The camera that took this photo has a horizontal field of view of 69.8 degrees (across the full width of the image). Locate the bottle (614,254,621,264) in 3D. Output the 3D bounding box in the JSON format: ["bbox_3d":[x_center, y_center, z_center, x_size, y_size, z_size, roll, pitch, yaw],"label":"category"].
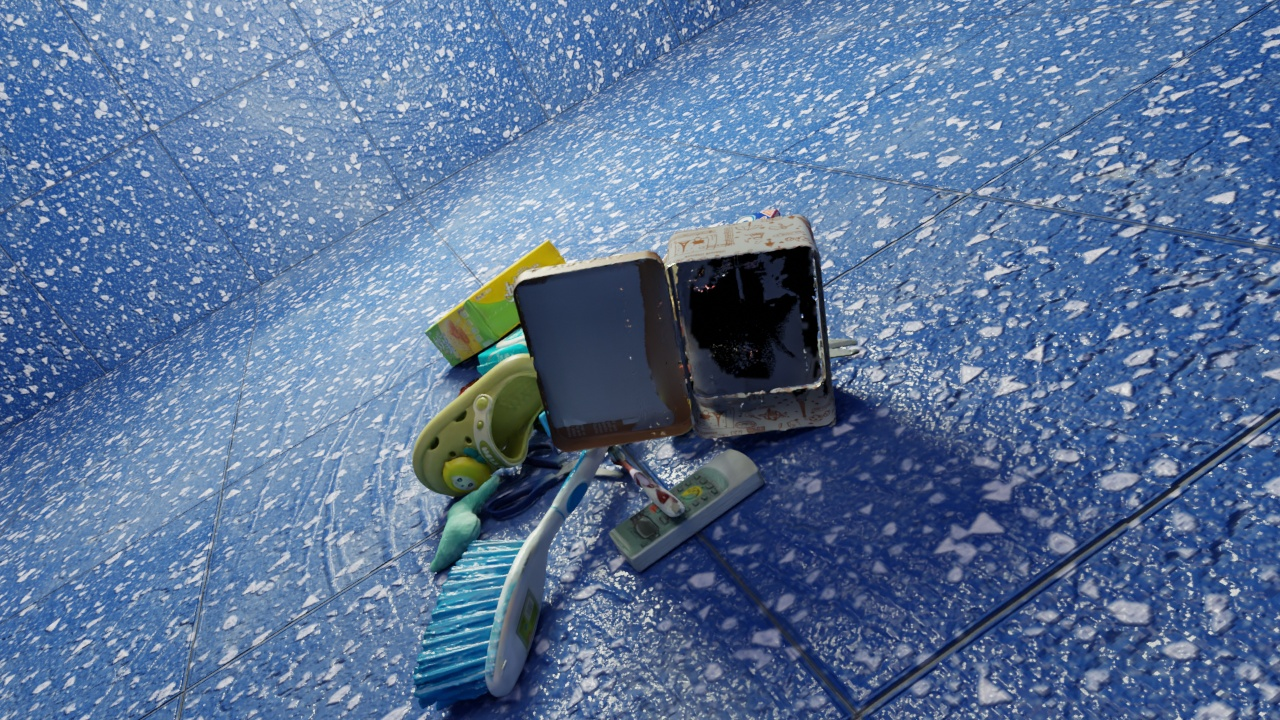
[{"bbox_3d":[-0.053,-0.060,1.186,0.068,0.068,0.196,-11,33,34],"label":"bottle"}]

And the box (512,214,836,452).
[{"bbox_3d":[0.032,-0.017,0.807,0.260,0.177,0.082,-9,27,6],"label":"box"}]

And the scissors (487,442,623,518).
[{"bbox_3d":[-0.084,0.112,0.942,0.162,0.012,0.175,-35,26,-18],"label":"scissors"}]

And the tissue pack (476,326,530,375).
[{"bbox_3d":[-0.142,-0.016,1.183,0.093,0.050,0.133,-15,16,30],"label":"tissue pack"}]

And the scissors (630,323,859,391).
[{"bbox_3d":[0.096,-0.019,0.908,0.234,0.022,0.148,-19,47,-6],"label":"scissors"}]

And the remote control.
[{"bbox_3d":[0.039,0.124,0.777,0.135,0.019,0.056,-33,24,-11],"label":"remote control"}]

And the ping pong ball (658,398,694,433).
[{"bbox_3d":[0.035,0.053,0.895,0.040,0.040,0.040,-23,25,11],"label":"ping pong ball"}]

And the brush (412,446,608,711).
[{"bbox_3d":[-0.097,0.159,0.796,0.110,0.060,0.313,-13,33,18],"label":"brush"}]

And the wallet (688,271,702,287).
[{"bbox_3d":[0.059,-0.097,1.194,0.101,0.020,0.115,-26,21,8],"label":"wallet"}]

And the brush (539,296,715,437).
[{"bbox_3d":[-0.006,0.006,0.955,0.254,0.083,0.046,-34,13,-32],"label":"brush"}]

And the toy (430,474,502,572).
[{"bbox_3d":[-0.174,0.157,0.916,0.096,0.030,0.091,-44,20,11],"label":"toy"}]

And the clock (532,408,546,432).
[{"bbox_3d":[-0.099,0.032,1.059,0.161,0.056,0.116,-23,24,13],"label":"clock"}]

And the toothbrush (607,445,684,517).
[{"bbox_3d":[0.001,0.104,0.819,0.016,0.017,0.187,-34,18,-10],"label":"toothbrush"}]

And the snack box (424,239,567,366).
[{"bbox_3d":[-0.203,-0.078,1.305,0.157,0.070,0.211,-42,11,-28],"label":"snack box"}]

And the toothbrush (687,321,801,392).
[{"bbox_3d":[0.099,0.003,0.960,0.189,0.014,0.016,-29,48,-1],"label":"toothbrush"}]

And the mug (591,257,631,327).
[{"bbox_3d":[-0.023,-0.052,1.048,0.123,0.078,0.078,38,59,15],"label":"mug"}]

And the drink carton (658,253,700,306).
[{"bbox_3d":[0.029,-0.086,1.105,0.122,0.045,0.053,-54,3,3],"label":"drink carton"}]

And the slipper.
[{"bbox_3d":[-0.160,0.077,0.964,0.191,0.091,0.081,-46,37,7],"label":"slipper"}]

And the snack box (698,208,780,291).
[{"bbox_3d":[0.121,-0.108,1.102,0.057,0.058,0.206,-7,31,33],"label":"snack box"}]

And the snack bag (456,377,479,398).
[{"bbox_3d":[-0.199,0.048,1.171,0.045,0.026,0.105,-33,26,-27],"label":"snack bag"}]
